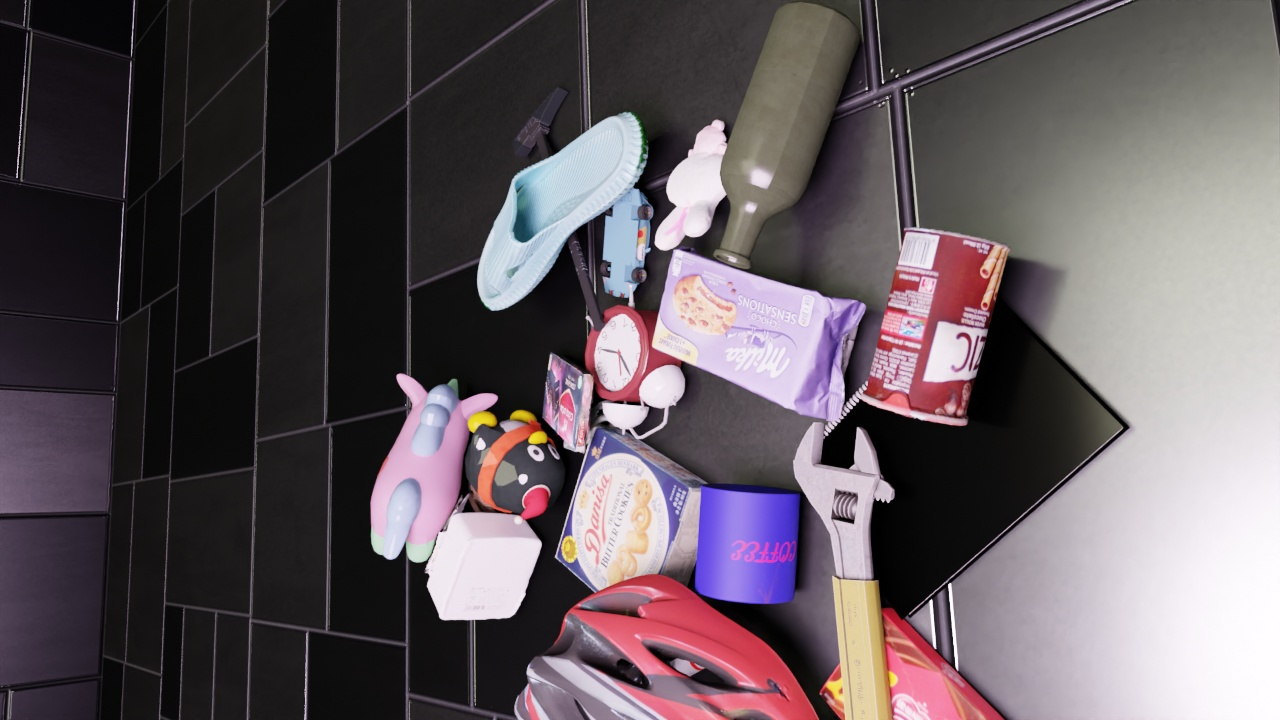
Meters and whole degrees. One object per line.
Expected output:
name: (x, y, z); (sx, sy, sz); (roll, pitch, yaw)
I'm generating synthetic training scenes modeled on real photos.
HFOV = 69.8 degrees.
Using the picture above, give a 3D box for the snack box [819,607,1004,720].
snack box: (0.196, 0.253, 0.646); (0.133, 0.021, 0.089); (45, 117, 41)

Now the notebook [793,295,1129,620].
notebook: (0.212, 0.063, 0.657); (0.207, 0.016, 0.149); (-54, 51, 29)

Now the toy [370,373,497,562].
toy: (-0.245, 0.120, 1.039); (0.221, 0.120, 0.171); (-82, 5, -70)

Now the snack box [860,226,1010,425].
snack box: (0.198, -0.023, 0.616); (0.072, 0.072, 0.121); (20, 100, 47)

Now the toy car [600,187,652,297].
toy car: (-0.010, -0.117, 0.910); (0.060, 0.027, 0.108); (18, 108, 47)

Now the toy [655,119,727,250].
toy: (0.054, -0.159, 0.835); (0.076, 0.037, 0.125); (-8, 60, 50)

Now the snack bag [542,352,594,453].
snack bag: (-0.073, 0.038, 0.923); (0.155, 0.018, 0.074); (-155, 71, -70)

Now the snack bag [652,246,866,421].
snack bag: (0.096, -0.028, 0.761); (0.205, 0.058, 0.096); (27, 107, 46)

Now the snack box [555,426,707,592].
snack box: (-0.008, 0.156, 0.863); (0.145, 0.042, 0.144); (28, 105, 45)

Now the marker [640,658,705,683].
marker: (0.025, 0.285, 0.830); (0.146, 0.019, 0.019); (-43, 56, 36)

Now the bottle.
bottle: (0.108, -0.175, 0.730); (0.071, 0.071, 0.206); (18, 87, 47)

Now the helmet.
helmet: (0.029, 0.301, 0.718); (0.272, 0.166, 0.218); (34, 126, 24)

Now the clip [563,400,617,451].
clip: (-0.049, 0.065, 0.930); (0.076, 0.023, 0.047); (-34, 45, 40)

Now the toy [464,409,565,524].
toy: (-0.125, 0.115, 0.961); (0.119, 0.097, 0.100); (29, 107, 36)

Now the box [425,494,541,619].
box: (-0.189, 0.205, 1.014); (0.130, 0.102, 0.110); (40, 115, 51)

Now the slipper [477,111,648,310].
slipper: (-0.099, -0.154, 0.921); (0.277, 0.069, 0.115); (-36, 49, 36)

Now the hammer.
hammer: (-0.076, -0.160, 0.959); (0.095, 0.015, 0.324); (-45, 46, 31)

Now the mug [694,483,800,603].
mug: (0.081, 0.145, 0.751); (0.111, 0.079, 0.083); (174, 100, -73)

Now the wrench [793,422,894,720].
wrench: (0.155, 0.178, 0.670); (0.084, 0.018, 0.273); (-15, 72, 47)

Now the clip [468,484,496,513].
clip: (-0.181, 0.161, 1.066); (0.062, 0.025, 0.047); (-12, 72, 53)

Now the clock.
clock: (-0.005, 0.005, 0.874); (0.096, 0.048, 0.137); (-33, 61, 40)
